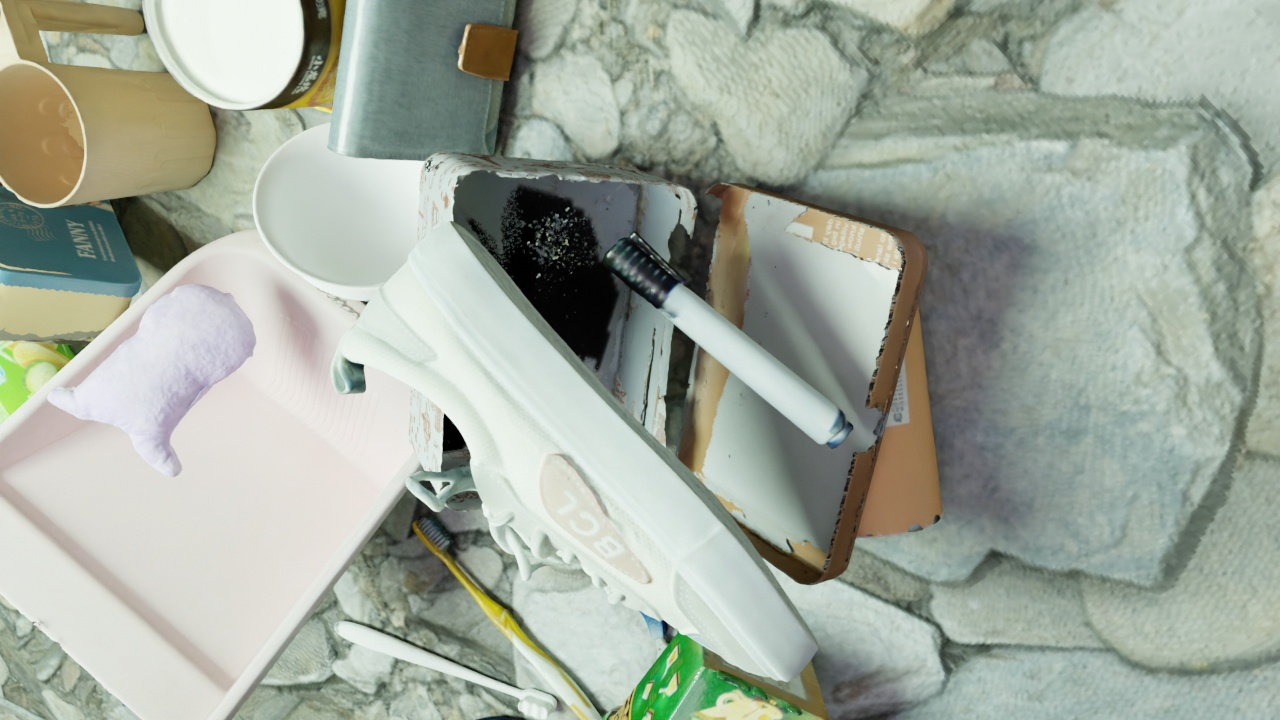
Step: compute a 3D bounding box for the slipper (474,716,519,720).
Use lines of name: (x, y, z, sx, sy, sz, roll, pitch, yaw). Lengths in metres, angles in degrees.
slipper: (-0.172, 0.334, 0.658, 0.253, 0.095, 0.105, -25, 93, 21)

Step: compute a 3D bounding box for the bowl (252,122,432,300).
bowl: (-0.163, -0.077, 0.546, 0.118, 0.118, 0.065, 38, 152, 7)

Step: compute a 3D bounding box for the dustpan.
dustpan: (-0.251, 0.045, 0.548, 0.222, 0.272, 0.139, 36, 138, 5)

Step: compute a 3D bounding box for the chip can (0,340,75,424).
chip can: (-0.421, 0.063, 0.684, 0.073, 0.072, 0.221, -33, 92, 25)

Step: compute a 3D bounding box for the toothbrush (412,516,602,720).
toothbrush: (-0.088, 0.178, 0.625, 0.018, 0.016, 0.191, -44, 86, 16)

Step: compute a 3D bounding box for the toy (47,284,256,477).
toy: (-0.271, 0.004, 0.533, 0.084, 0.039, 0.107, 37, 70, -5)

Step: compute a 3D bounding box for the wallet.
wallet: (-0.108, -0.170, 0.488, 0.037, 0.106, 0.130, 29, 114, 34)

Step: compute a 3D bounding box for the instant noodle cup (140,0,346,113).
instant noodle cup: (-0.191, -0.189, 0.498, 0.118, 0.114, 0.118, 6, 113, 14)

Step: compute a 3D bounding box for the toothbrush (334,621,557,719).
toothbrush: (-0.144, 0.220, 0.656, 0.180, 0.016, 0.016, 15, 107, 16)

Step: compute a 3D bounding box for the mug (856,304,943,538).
mug: (0.114, 0.022, 0.477, 0.078, 0.078, 0.123, -1, 100, 20)

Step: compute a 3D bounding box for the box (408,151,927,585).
box: (-0.015, 0.001, 0.452, 0.227, 0.156, 0.180, 28, 116, 44)

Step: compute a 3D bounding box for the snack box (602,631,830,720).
snack box: (0.049, 0.216, 0.535, 0.118, 0.117, 0.106, 26, 99, -3)

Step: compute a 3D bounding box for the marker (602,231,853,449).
marker: (0.039, -0.009, 0.395, 0.130, 0.018, 0.023, 38, 99, -3)

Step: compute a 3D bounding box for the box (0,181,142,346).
box: (-0.388, -0.075, 0.590, 0.184, 0.089, 0.059, 45, 117, 34)

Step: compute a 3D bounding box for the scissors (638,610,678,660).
scissors: (0.028, 0.183, 0.586, 0.141, 0.012, 0.171, -23, 98, 24)

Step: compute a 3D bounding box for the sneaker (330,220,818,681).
sneaker: (-0.030, 0.059, 0.386, 0.091, 0.089, 0.242, -43, 93, 2)

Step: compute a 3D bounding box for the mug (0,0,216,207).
mug: (-0.341, -0.162, 0.574, 0.084, 0.103, 0.125, -9, 101, 22)
